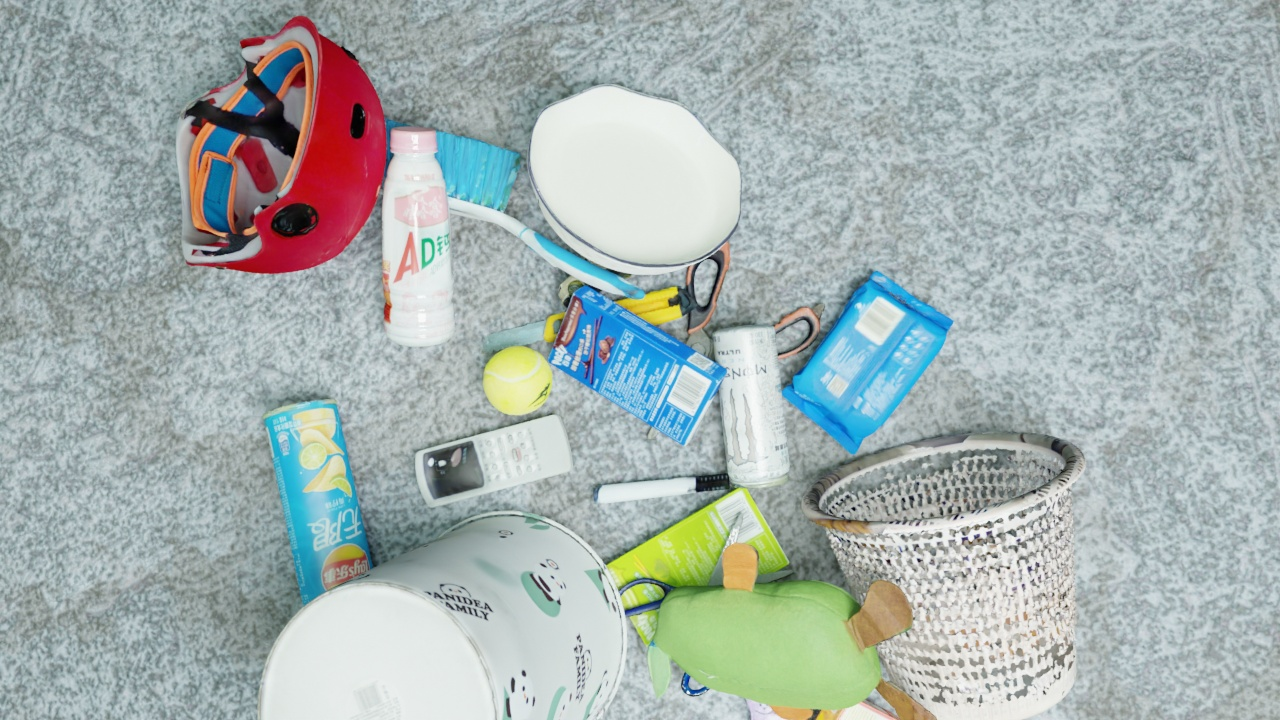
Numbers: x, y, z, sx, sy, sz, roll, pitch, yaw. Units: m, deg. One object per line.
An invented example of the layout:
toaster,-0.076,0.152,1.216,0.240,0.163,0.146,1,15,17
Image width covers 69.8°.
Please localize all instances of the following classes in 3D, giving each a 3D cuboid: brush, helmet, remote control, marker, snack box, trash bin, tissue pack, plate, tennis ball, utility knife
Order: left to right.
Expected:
helmet,-0.309,-0.184,0.842,0.241,0.143,0.206,-32,61,28
trash bin,-0.151,0.249,0.740,0.230,0.251,0.229,-1,87,13
remote control,-0.142,0.097,0.885,0.150,0.021,0.058,-16,84,1
brush,-0.129,-0.147,0.874,0.315,0.060,0.109,16,92,16
tennis ball,-0.116,0.019,0.869,0.065,0.065,0.065,0,84,3
utility knife,-0.053,-0.036,0.890,0.219,0.015,0.033,-12,78,8
plate,-0.007,-0.164,0.851,0.204,0.046,0.204,8,61,-15
snack box,-0.005,0.005,0.851,0.157,0.026,0.085,31,125,10
marker,0.020,0.122,0.875,0.131,0.023,0.018,-7,70,5
snack box,0.052,0.192,0.863,0.156,0.026,0.085,-31,84,0
snack box,0.169,0.376,0.822,0.077,0.027,0.155,33,87,-24
tissue pack,0.211,0.001,0.859,0.095,0.052,0.157,37,88,8
trash bin,0.269,0.183,0.771,0.227,0.227,0.192,-15,96,2

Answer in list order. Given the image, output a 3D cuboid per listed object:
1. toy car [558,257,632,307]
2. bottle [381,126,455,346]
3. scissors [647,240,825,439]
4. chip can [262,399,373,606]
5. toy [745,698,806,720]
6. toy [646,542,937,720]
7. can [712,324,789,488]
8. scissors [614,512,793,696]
toy car,-0.042,-0.085,0.887,0.090,0.042,0.035,-38,74,-2
bottle,-0.206,-0.114,0.850,0.068,0.068,0.197,5,110,4
scissors,0.071,-0.020,0.888,0.189,0.015,0.226,17,87,5
chip can,-0.299,0.146,0.865,0.071,0.071,0.210,-14,83,2
toy,0.122,0.324,0.838,0.083,0.039,0.108,-1,85,-16
toy,0.114,0.231,0.752,0.247,0.089,0.227,-1,122,31
can,0.103,0.041,0.848,0.058,0.058,0.147,-6,94,3
scissors,0.056,0.223,0.840,0.162,0.012,0.175,6,86,3
